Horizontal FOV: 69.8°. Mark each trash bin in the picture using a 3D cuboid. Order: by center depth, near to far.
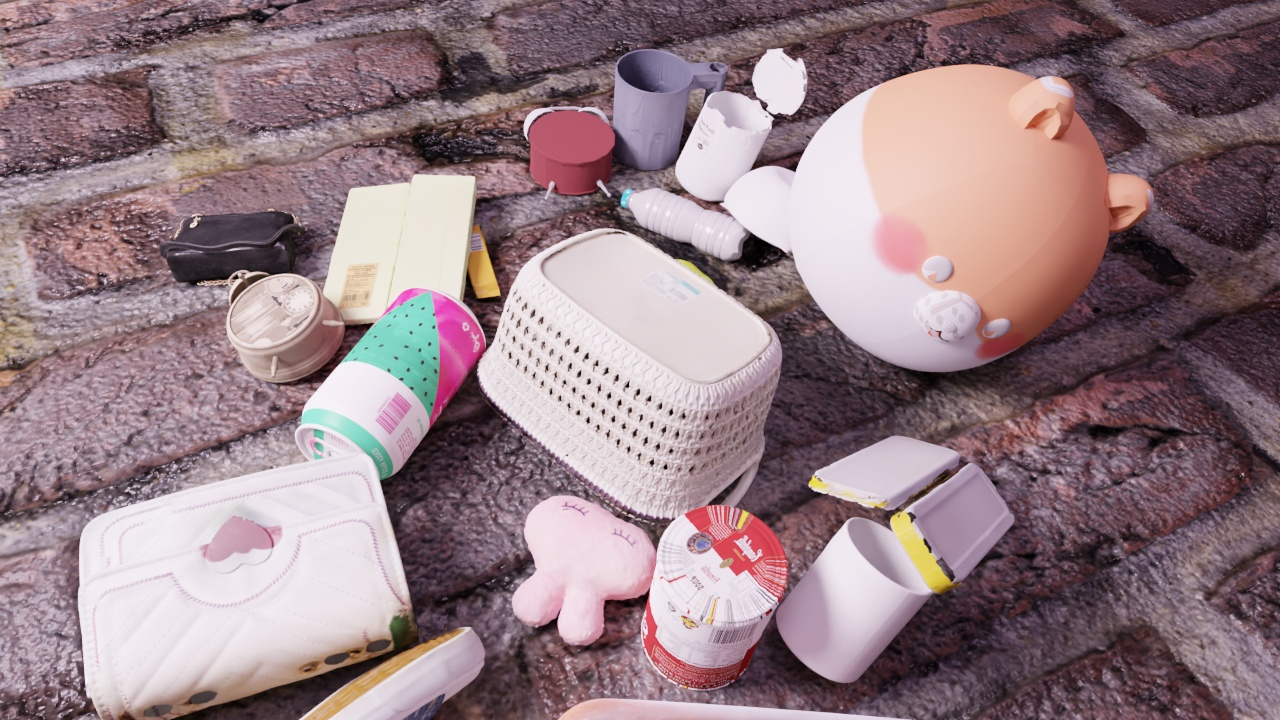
[{"bbox_3d":[0.065,0.299,0.508,0.259,0.158,0.181,6,50,-3],"label":"trash bin"}]

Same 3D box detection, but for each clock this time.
[{"bbox_3d":[-0.324,-0.043,0.804,0.092,0.055,0.141,-41,60,-19],"label":"clock"},{"bbox_3d":[-0.076,-0.235,1.006,0.096,0.048,0.137,-4,51,-11],"label":"clock"}]

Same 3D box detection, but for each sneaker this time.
[{"bbox_3d":[-0.186,0.257,0.569,0.234,0.088,0.079,-31,92,-33],"label":"sneaker"}]

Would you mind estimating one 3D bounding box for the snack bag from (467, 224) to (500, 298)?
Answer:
[{"bbox_3d":[-0.159,-0.095,0.898,0.026,0.020,0.099,-15,54,-12],"label":"snack bag"}]

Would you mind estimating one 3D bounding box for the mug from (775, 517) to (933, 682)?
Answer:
[{"bbox_3d":[0.153,0.163,0.669,0.074,0.091,0.110,28,23,-8],"label":"mug"}]

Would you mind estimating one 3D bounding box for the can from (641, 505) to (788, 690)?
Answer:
[{"bbox_3d":[0.049,0.167,0.641,0.086,0.117,0.086,3,50,-4],"label":"can"}]

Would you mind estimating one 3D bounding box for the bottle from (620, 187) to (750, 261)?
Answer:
[{"bbox_3d":[0.044,-0.145,0.949,0.136,0.044,0.044,24,52,13],"label":"bottle"}]

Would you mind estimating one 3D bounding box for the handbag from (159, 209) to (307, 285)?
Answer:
[{"bbox_3d":[-0.382,-0.114,0.866,0.128,0.054,0.079,-6,47,-9],"label":"handbag"}]

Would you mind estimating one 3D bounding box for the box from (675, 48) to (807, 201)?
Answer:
[{"bbox_3d":[0.102,-0.251,0.970,0.094,0.166,0.084,-14,58,-32],"label":"box"}]

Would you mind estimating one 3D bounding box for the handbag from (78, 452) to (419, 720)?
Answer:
[{"bbox_3d":[-0.264,0.155,0.628,0.198,0.096,0.142,-14,54,-19],"label":"handbag"}]

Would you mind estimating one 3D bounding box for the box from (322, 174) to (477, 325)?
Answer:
[{"bbox_3d":[-0.232,-0.109,0.884,0.138,0.030,0.186,-1,52,2],"label":"box"}]

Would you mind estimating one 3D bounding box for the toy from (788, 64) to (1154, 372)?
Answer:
[{"bbox_3d":[0.273,-0.124,0.804,0.262,0.282,0.265,38,51,-23],"label":"toy"}]

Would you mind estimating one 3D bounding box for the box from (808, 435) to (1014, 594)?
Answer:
[{"bbox_3d":[0.218,0.104,0.707,0.128,0.046,0.209,38,24,24],"label":"box"}]

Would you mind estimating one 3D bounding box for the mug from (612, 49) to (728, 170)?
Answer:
[{"bbox_3d":[0.030,-0.278,1.019,0.123,0.104,0.083,-8,51,-14],"label":"mug"}]

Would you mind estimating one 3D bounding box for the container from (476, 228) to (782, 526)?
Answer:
[{"bbox_3d":[-0.004,0.004,0.754,0.251,0.144,0.184,36,42,21],"label":"container"}]

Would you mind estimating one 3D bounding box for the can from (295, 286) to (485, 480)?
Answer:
[{"bbox_3d":[-0.201,0.019,0.753,0.088,0.088,0.165,21,51,10],"label":"can"}]

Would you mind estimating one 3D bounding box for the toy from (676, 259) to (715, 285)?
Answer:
[{"bbox_3d":[0.009,-0.077,0.889,0.118,0.043,0.092,35,56,23],"label":"toy"}]

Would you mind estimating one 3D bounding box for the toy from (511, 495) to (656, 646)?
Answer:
[{"bbox_3d":[-0.046,0.157,0.685,0.108,0.053,0.105,22,66,10],"label":"toy"}]

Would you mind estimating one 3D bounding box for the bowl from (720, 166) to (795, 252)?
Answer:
[{"bbox_3d":[0.148,-0.162,0.943,0.114,0.051,0.114,21,31,-14],"label":"bowl"}]
